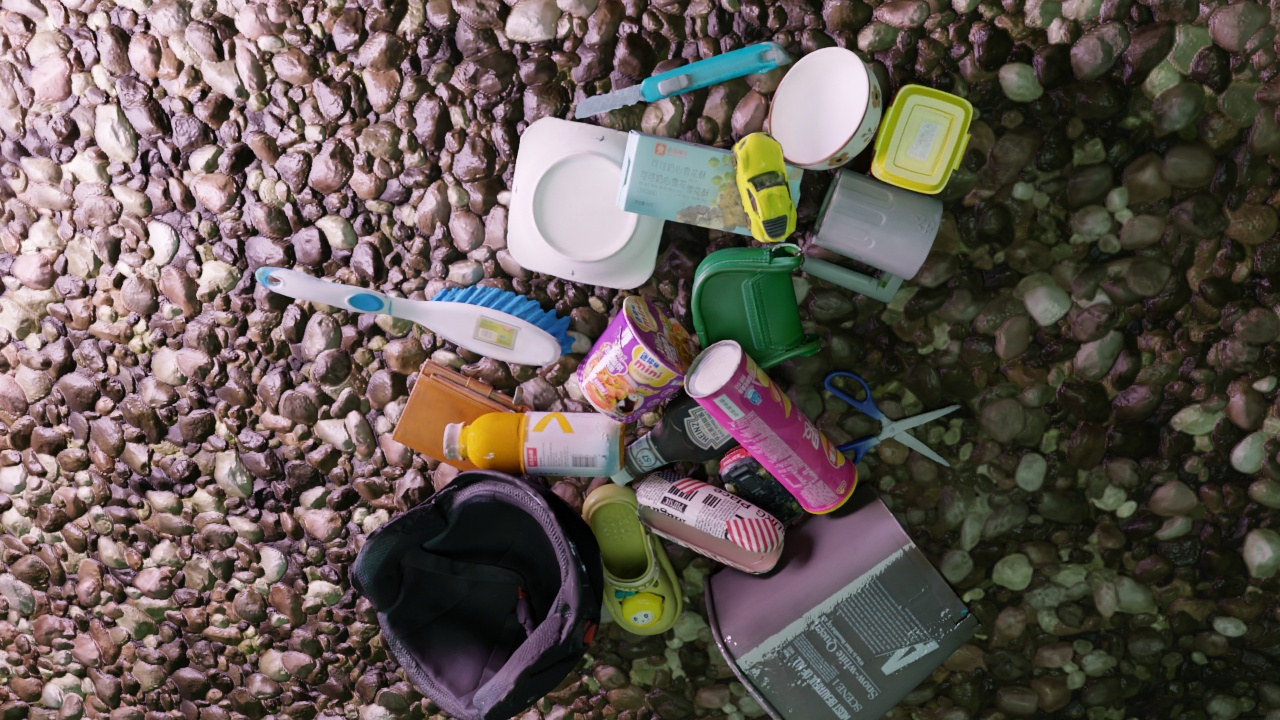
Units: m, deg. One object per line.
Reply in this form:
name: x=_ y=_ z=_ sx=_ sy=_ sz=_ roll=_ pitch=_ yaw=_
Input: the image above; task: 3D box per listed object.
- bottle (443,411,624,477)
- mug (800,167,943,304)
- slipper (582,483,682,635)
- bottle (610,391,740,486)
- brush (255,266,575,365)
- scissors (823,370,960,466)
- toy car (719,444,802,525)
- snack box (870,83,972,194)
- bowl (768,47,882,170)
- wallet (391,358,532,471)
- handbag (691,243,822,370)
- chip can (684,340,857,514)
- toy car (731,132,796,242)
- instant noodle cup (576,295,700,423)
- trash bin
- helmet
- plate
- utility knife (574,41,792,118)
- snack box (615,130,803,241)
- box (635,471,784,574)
bottle: x=-0.112 y=0.088 z=0.975 sx=0.189 sy=0.068 sz=0.068 roll=1 pitch=106 yaw=1
mug: x=0.225 y=-0.121 z=0.914 sx=0.103 sy=0.083 sz=0.124 roll=20 pitch=132 yaw=0
slipper: x=-0.016 y=0.234 z=1.034 sx=0.092 sy=0.081 sz=0.190 roll=-15 pitch=102 yaw=12
bottle: x=0.051 y=0.078 z=1.000 sx=0.195 sy=0.044 sz=0.080 roll=-30 pitch=110 yaw=14
brush: x=-0.224 y=-0.054 z=0.950 sx=0.314 sy=0.109 sz=0.061 roll=17 pitch=109 yaw=-1
scissors: x=0.258 y=0.074 z=0.997 sx=0.162 sy=0.012 sz=0.176 roll=-42 pitch=100 yaw=14
toy car: x=0.132 y=0.137 z=1.001 sx=0.053 sy=0.045 sz=0.120 roll=-29 pitch=124 yaw=19
snack box: x=0.264 y=-0.211 z=0.876 sx=0.082 sy=0.080 sz=0.091 roll=17 pitch=107 yaw=1
bowl: x=0.184 y=-0.233 z=0.877 sx=0.062 sy=0.113 sz=0.114 roll=11 pitch=114 yaw=-44
wallet: x=-0.196 y=0.066 z=1.021 sx=0.130 sy=0.035 sz=0.119 roll=26 pitch=105 yaw=-6
handbag: x=0.115 y=-0.052 z=0.928 sx=0.120 sy=0.067 sz=0.131 roll=-10 pitch=115 yaw=17
chip can: x=0.135 y=0.070 z=0.928 sx=0.071 sy=0.071 sz=0.210 roll=-38 pitch=119 yaw=14
toy car: x=0.119 y=-0.163 z=0.868 sx=0.048 sy=0.032 sz=0.105 roll=-18 pitch=108 yaw=-4
instant noodle cup: x=-0.006 y=0.006 z=0.954 sx=0.111 sy=0.111 sz=0.099 roll=42 pitch=113 yaw=-8
trash bin: x=0.212 y=0.267 z=0.971 sx=0.220 sy=0.198 sz=0.199 roll=-38 pitch=100 yaw=8
helmet: x=-0.149 y=0.240 z=0.971 sx=0.233 sy=0.229 sz=0.275 roll=39 pitch=105 yaw=20
plate: x=-0.055 y=-0.158 z=0.944 sx=0.164 sy=0.034 sz=0.164 roll=11 pitch=107 yaw=1
utility knife: x=0.039 y=-0.276 z=0.911 sx=0.221 sy=0.013 sz=0.029 roll=-14 pitch=104 yaw=9
snack box: x=0.067 y=-0.171 z=0.901 sx=0.174 sy=0.051 sz=0.074 roll=9 pitch=108 yaw=-13
box: x=0.072 y=0.157 z=0.957 sx=0.164 sy=0.074 sz=0.081 roll=21 pitch=150 yaw=23
